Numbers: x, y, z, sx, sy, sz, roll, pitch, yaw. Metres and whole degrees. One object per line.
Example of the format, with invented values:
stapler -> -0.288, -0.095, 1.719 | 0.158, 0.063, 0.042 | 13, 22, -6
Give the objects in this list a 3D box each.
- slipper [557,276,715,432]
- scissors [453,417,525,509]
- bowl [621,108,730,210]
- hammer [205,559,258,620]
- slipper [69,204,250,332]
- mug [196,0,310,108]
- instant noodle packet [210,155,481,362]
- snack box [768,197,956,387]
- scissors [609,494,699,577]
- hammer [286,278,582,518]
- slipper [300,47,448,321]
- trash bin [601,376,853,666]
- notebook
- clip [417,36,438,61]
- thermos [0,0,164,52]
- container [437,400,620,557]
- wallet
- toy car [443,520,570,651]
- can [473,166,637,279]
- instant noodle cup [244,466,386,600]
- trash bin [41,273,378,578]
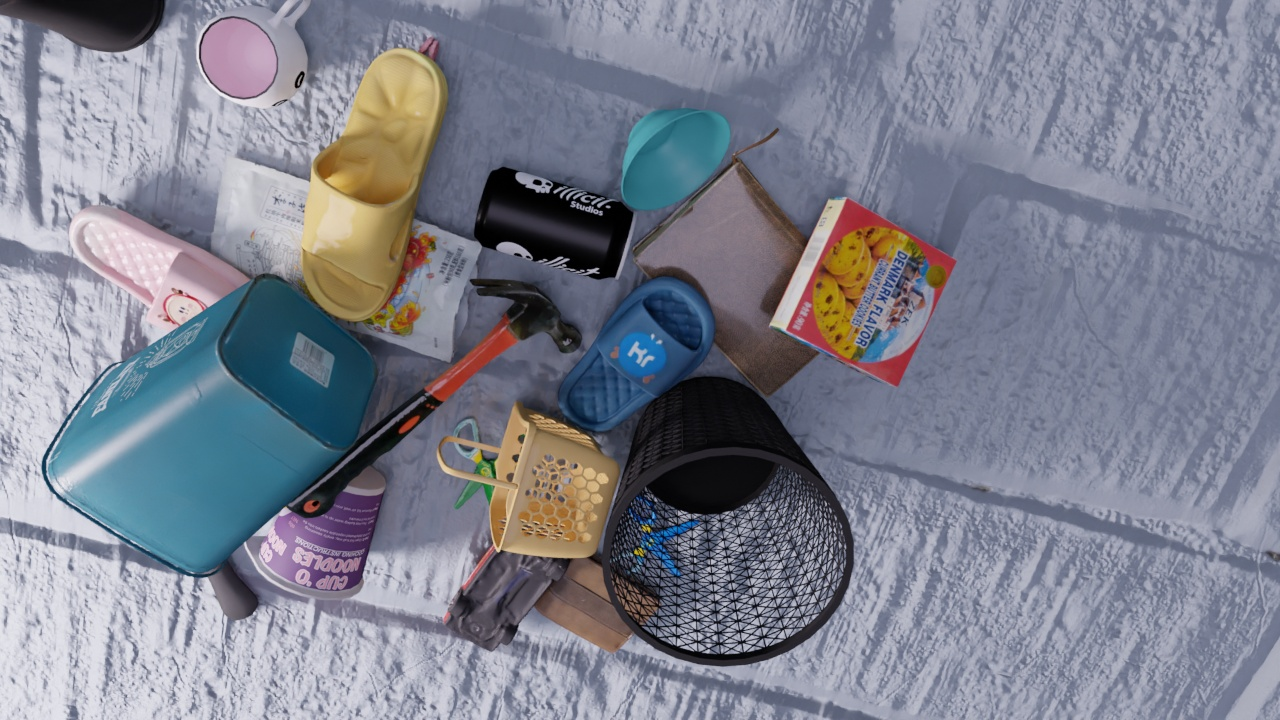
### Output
slipper -> -0.006, 0.005, 0.943 | 0.104, 0.059, 0.214 | 37, 120, -12
scissors -> -0.179, 0.118, 1.023 | 0.117, 0.012, 0.130 | 38, 104, -11
bowl -> 0.023, -0.204, 0.876 | 0.121, 0.121, 0.046 | -40, 65, 13
hammer -> -0.519, 0.164, 1.032 | 0.125, 0.029, 0.311 | -17, 109, 5
slipper -> -0.473, -0.073, 0.925 | 0.221, 0.055, 0.107 | 34, 124, -9
mug -> -0.344, -0.291, 0.843 | 0.124, 0.076, 0.090 | -43, 104, 14
instant noodle packet -> -0.303, -0.097, 0.927 | 0.269, 0.057, 0.147 | 17, 107, -1
snack box -> 0.222, -0.067, 0.911 | 0.145, 0.040, 0.142 | 24, 91, -19
scissors -> 0.009, 0.208, 1.055 | 0.130, 0.013, 0.125 | -32, 107, 15
hammer -> -0.219, 0.045, 0.923 | 0.333, 0.033, 0.133 | -41, 135, 1
slipper -> -0.258, -0.163, 0.854 | 0.099, 0.078, 0.263 | 25, 101, 7
trash bin -> 0.075, 0.133, 0.905 | 0.217, 0.243, 0.217 | 0, 110, 0
notebook -> 0.125, -0.095, 0.934 | 0.190, 0.034, 0.215 | -41, 105, 13
clip -> -0.207, -0.277, 0.877 | 0.059, 0.023, 0.050 | -30, 112, 12
thermos -> -0.488, -0.318, 0.763 | 0.106, 0.218, 0.106 | -2, 105, -7
container -> -0.122, 0.116, 0.918 | 0.167, 0.183, 0.129 | 16, 92, -13
wallet -> -0.050, 0.281, 1.070 | 0.121, 0.026, 0.099 | 34, 112, -12
toy car -> -0.148, 0.250, 1.046 | 0.081, 0.056, 0.190 | 34, 105, -10
can -> -0.083, -0.132, 0.897 | 0.146, 0.080, 0.080 | 16, 109, -6
instant noodle cup -> -0.345, 0.171, 0.997 | 0.137, 0.121, 0.122 | 25, 98, 1
trash bin -> -0.389, 0.053, 0.873 | 0.219, 0.196, 0.199 | -32, 122, 21
